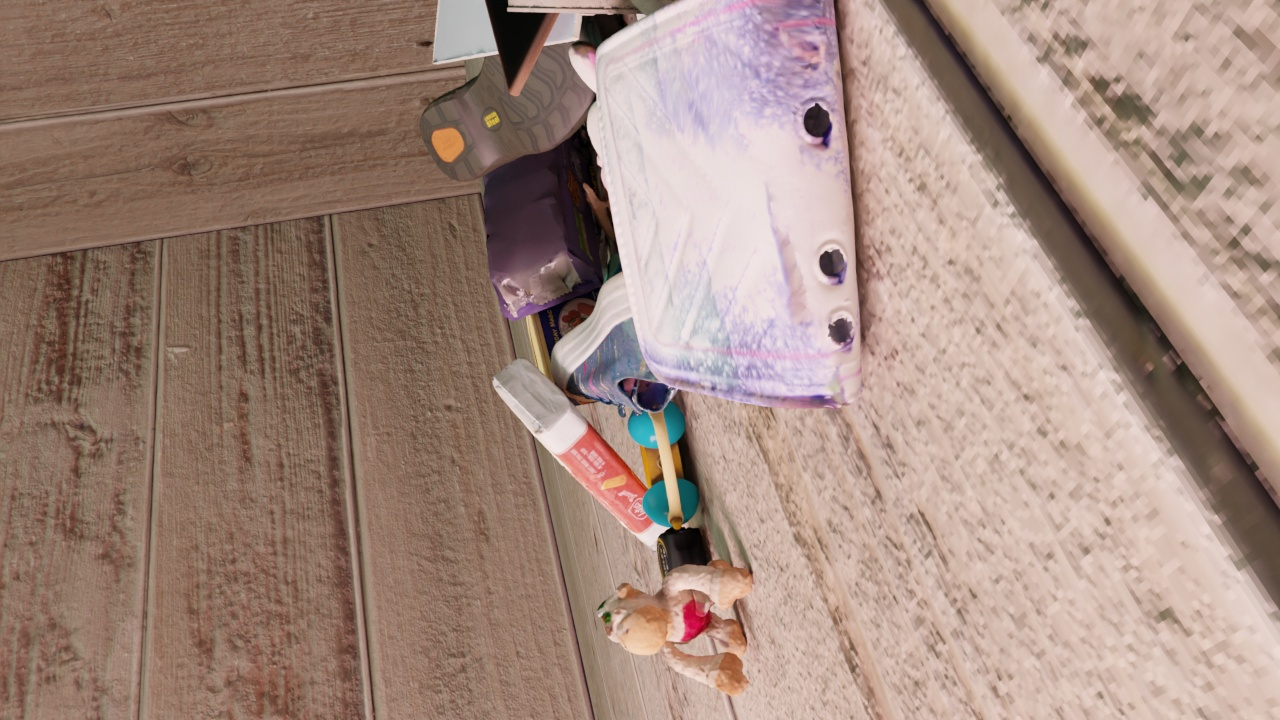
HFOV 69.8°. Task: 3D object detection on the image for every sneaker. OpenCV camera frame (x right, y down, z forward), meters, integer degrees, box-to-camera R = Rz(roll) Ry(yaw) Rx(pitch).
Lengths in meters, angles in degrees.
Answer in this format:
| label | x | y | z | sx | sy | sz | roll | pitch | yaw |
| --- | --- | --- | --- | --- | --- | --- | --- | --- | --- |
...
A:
| label | x | y | z | sx | sy | sz | roll | pitch | yaw |
| --- | --- | --- | --- | --- | --- | --- | --- | --- | --- |
| sneaker | -0.068 | -0.228 | 0.762 | 0.239 | 0.142 | 0.101 | -15 | 108 | 48 |
| sneaker | -0.004 | 0.004 | 0.643 | 0.236 | 0.087 | 0.079 | 135 | 123 | -69 |

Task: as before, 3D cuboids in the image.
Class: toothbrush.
| label | x | y | z | sx | sy | sz | roll | pitch | yaw |
| --- | --- | --- | --- | --- | --- | --- | --- | --- | --- |
| toothbrush | -0.029 | -0.078 | 0.863 | 0.135 | 0.017 | 0.022 | 128 | 144 | -77 |

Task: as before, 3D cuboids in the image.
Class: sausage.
| label | x | y | z | sx | sy | sz | roll | pitch | yaw |
| --- | --- | --- | --- | --- | --- | --- | --- | --- | --- |
| sausage | -0.051 | -0.167 | 0.891 | 0.020 | 0.020 | 0.155 | 150 | 109 | -79 |

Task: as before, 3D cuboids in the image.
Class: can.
| label | x | y | z | sx | sy | sz | roll | pitch | yaw |
| --- | --- | --- | --- | --- | --- | --- | --- | --- | --- |
| can | -0.047 | -0.014 | 0.815 | 0.057 | 0.092 | 0.116 | 92 | 164 | -49 |

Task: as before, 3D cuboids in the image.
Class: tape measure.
| label | x | y | z | sx | sy | sz | roll | pitch | yaw |
| --- | --- | --- | --- | --- | --- | --- | --- | --- | --- |
| tape measure | 0.035 | 0.158 | 0.704 | 0.061 | 0.034 | 0.061 | 152 | 108 | -77 |

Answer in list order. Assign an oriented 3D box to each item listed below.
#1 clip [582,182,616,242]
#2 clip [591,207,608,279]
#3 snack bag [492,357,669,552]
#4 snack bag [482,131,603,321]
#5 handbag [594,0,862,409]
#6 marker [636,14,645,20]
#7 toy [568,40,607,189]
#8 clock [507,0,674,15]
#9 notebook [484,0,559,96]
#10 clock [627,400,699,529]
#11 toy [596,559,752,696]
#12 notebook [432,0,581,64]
| label | x | y | z | sx | sy | sz | roll | pitch | yaw |
| --- | --- | --- | --- | --- | --- | --- | --- | --- | --- |
| clip | -0.028 | -0.136 | 0.806 | 0.052 | 0.059 | 0.026 | -58 | 21 | 7 |
| clip | -0.039 | -0.095 | 0.851 | 0.055 | 0.045 | 0.102 | -92 | 8 | -64 |
| snack bag | -0.040 | 0.081 | 0.748 | 0.077 | 0.041 | 0.225 | 41 | 173 | 38 |
| snack bag | -0.094 | -0.134 | 0.823 | 0.058 | 0.096 | 0.205 | 51 | -158 | -50 |
| handbag | 0.043 | -0.065 | 0.376 | 0.127 | 0.069 | 0.158 | 12 | 113 | 64 |
| marker | 0.009 | -0.196 | 0.541 | 0.020 | 0.020 | 0.141 | 125 | 134 | -76 |
| toy | -0.015 | -0.164 | 0.643 | 0.079 | 0.038 | 0.123 | 43 | 151 | 34 |
| clock | -0.002 | -0.188 | 0.418 | 0.157 | 0.103 | 0.061 | 35 | 129 | 56 |
| notebook | -0.051 | -0.288 | 0.559 | 0.210 | 0.008 | 0.141 | -50 | 47 | 44 |
| clock | 0.016 | 0.078 | 0.713 | 0.130 | 0.043 | 0.099 | 133 | 126 | -86 |
| toy | 0.022 | 0.168 | 0.614 | 0.074 | 0.106 | 0.085 | -59 | -30 | -74 |
| notebook | -0.093 | -0.309 | 0.648 | 0.254 | 0.009 | 0.181 | 22 | 107 | 55 |
